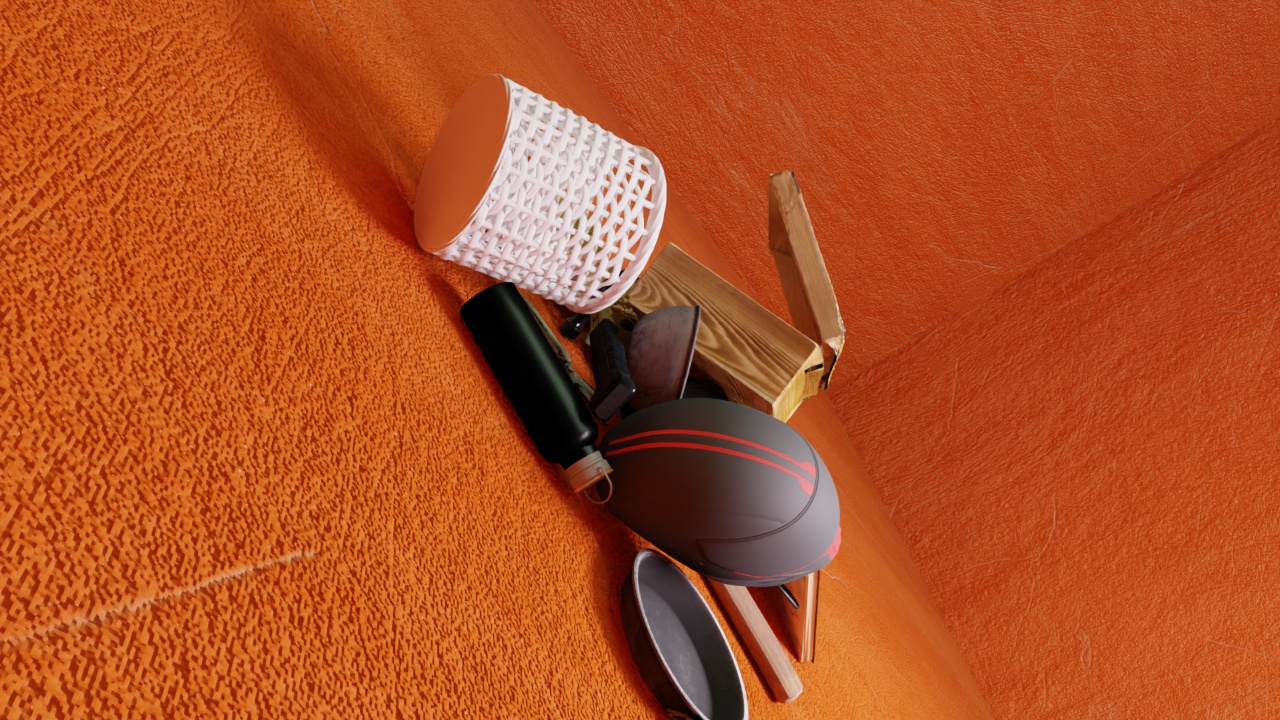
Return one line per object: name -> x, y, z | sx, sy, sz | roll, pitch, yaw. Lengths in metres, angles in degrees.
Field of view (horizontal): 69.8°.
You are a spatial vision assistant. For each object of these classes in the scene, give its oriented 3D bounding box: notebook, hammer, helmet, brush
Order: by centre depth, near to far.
helmet -> 0.083, 0.123, 0.912 | 0.170, 0.265, 0.163 | 93, 11, -58
hammer -> -0.039, -0.022, 1.005 | 0.025, 0.118, 0.332 | 40, 11, -18
hammer -> 0.102, 0.267, 1.090 | 0.300, 0.037, 0.157 | 59, 14, 10
notebook -> 0.198, 0.280, 1.230 | 0.167, 0.024, 0.226 | -109, -172, -47
brush -> -0.048, -0.096, 1.277 | 0.057, 0.083, 0.271 | 21, 1, 23

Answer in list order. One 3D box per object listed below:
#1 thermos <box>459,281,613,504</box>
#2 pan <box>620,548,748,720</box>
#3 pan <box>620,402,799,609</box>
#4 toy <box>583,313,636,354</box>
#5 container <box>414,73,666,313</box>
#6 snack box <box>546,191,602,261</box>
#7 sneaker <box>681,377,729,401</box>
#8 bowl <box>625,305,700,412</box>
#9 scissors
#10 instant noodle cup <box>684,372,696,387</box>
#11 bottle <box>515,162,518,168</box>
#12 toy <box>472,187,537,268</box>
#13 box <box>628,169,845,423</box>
thermos -> -0.092, 0.036, 0.886 | 0.231, 0.061, 0.061 | 59, 14, 8
pan -> 0.051, 0.304, 0.785 | 0.187, 0.055, 0.356 | 50, 15, -25
pan -> 0.093, 0.174, 1.111 | 0.356, 0.021, 0.198 | 52, 20, -14
toy -> -0.008, 0.007, 1.216 | 0.152, 0.078, 0.179 | 57, 16, 4
container -> -0.103, -0.165, 0.934 | 0.186, 0.190, 0.189 | 20, 34, -35
snack box -> -0.104, -0.165, 1.290 | 0.180, 0.045, 0.121 | 29, 50, -65
sneaker -> 0.101, 0.146, 1.254 | 0.124, 0.088, 0.239 | 137, -60, -78
bowl -> 0.017, 0.001, 1.021 | 0.067, 0.145, 0.144 | 14, 19, -1
scissors -> -0.099, -0.007, 1.062 | 0.179, 0.015, 0.194 | 61, 13, 18
instant noodle cup -> 0.121, 0.081, 1.413 | 0.137, 0.137, 0.112 | 45, 28, -40
bottle -> -0.142, -0.225, 1.334 | 0.052, 0.052, 0.195 | 63, 15, 24
toy -> -0.161, -0.179, 1.091 | 0.159, 0.084, 0.193 | 57, 20, -9
box -> 0.181, -0.068, 1.229 | 0.269, 0.263, 0.279 | 39, -5, 14
